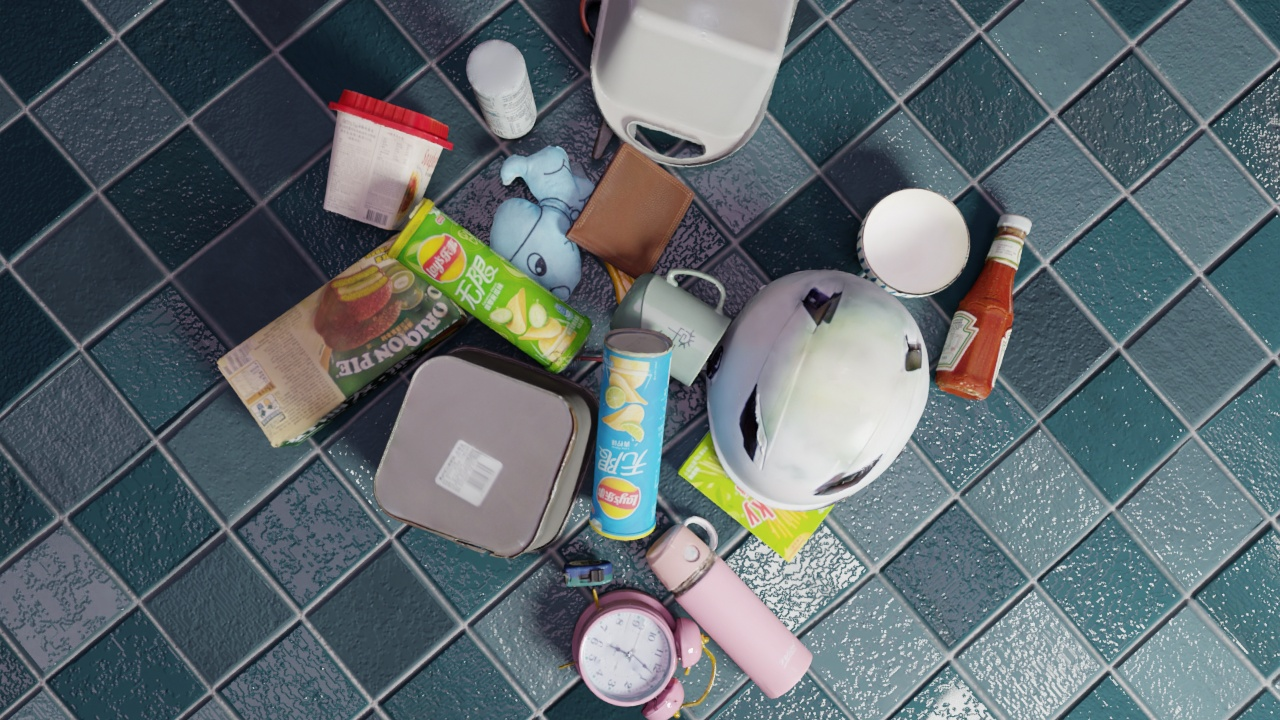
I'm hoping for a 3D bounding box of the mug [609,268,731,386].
[{"bbox_3d":[0.036,-0.047,0.960,0.106,0.082,0.112,33,105,3],"label":"mug"}]

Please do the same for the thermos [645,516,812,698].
[{"bbox_3d":[0.096,0.256,0.977,0.198,0.067,0.087,47,55,3],"label":"thermos"}]

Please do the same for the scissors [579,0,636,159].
[{"bbox_3d":[-0.025,-0.330,1.016,0.197,0.015,0.213,-38,89,-6],"label":"scissors"}]

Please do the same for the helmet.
[{"bbox_3d":[0.189,0.026,0.933,0.229,0.146,0.258,28,79,-2],"label":"helmet"}]

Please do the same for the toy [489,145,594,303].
[{"bbox_3d":[-0.111,-0.143,0.998,0.156,0.050,0.161,-41,91,-2],"label":"toy"}]

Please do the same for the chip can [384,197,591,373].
[{"bbox_3d":[-0.151,-0.073,0.946,0.221,0.072,0.072,36,86,-14],"label":"chip can"}]

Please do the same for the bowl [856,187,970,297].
[{"bbox_3d":[0.290,-0.123,0.999,0.116,0.066,0.116,0,85,-2],"label":"bowl"}]

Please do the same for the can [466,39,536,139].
[{"bbox_3d":[-0.142,-0.279,0.958,0.058,0.147,0.058,0,87,-2],"label":"can"}]

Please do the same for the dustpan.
[{"bbox_3d":[0.054,-0.356,1.016,0.222,0.143,0.257,15,57,-12],"label":"dustpan"}]

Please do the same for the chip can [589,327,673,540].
[{"bbox_3d":[-0.011,0.076,0.934,0.071,0.071,0.210,4,113,-1],"label":"chip can"}]

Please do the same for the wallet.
[{"bbox_3d":[-0.011,-0.160,0.994,0.101,0.032,0.124,32,81,-19],"label":"wallet"}]

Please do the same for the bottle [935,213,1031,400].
[{"bbox_3d":[0.380,-0.060,1.003,0.060,0.060,0.206,20,86,0],"label":"bottle"}]

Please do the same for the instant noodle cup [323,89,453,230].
[{"bbox_3d":[-0.274,-0.208,0.974,0.116,0.116,0.124,19,97,0],"label":"instant noodle cup"}]

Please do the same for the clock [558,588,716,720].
[{"bbox_3d":[0.003,0.313,0.969,0.158,0.060,0.117,23,87,-2],"label":"clock"}]

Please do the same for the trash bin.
[{"bbox_3d":[-0.149,0.091,0.900,0.199,0.220,0.198,20,86,-2],"label":"trash bin"}]

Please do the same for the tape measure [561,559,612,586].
[{"bbox_3d":[-0.057,0.227,0.974,0.054,0.058,0.025,-1,86,-6],"label":"tape measure"}]

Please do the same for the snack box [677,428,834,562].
[{"bbox_3d":[0.126,0.137,0.999,0.156,0.026,0.085,39,87,1],"label":"snack box"}]

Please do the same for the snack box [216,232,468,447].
[{"bbox_3d":[-0.314,-0.021,0.980,0.240,0.063,0.114,-37,88,-3],"label":"snack box"}]

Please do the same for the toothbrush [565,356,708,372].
[{"bbox_3d":[-0.006,0.006,1.010,0.187,0.016,0.017,3,94,-1],"label":"toothbrush"}]

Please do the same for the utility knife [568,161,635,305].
[{"bbox_3d":[-0.036,-0.127,1.016,0.033,0.015,0.218,-25,87,-3],"label":"utility knife"}]
